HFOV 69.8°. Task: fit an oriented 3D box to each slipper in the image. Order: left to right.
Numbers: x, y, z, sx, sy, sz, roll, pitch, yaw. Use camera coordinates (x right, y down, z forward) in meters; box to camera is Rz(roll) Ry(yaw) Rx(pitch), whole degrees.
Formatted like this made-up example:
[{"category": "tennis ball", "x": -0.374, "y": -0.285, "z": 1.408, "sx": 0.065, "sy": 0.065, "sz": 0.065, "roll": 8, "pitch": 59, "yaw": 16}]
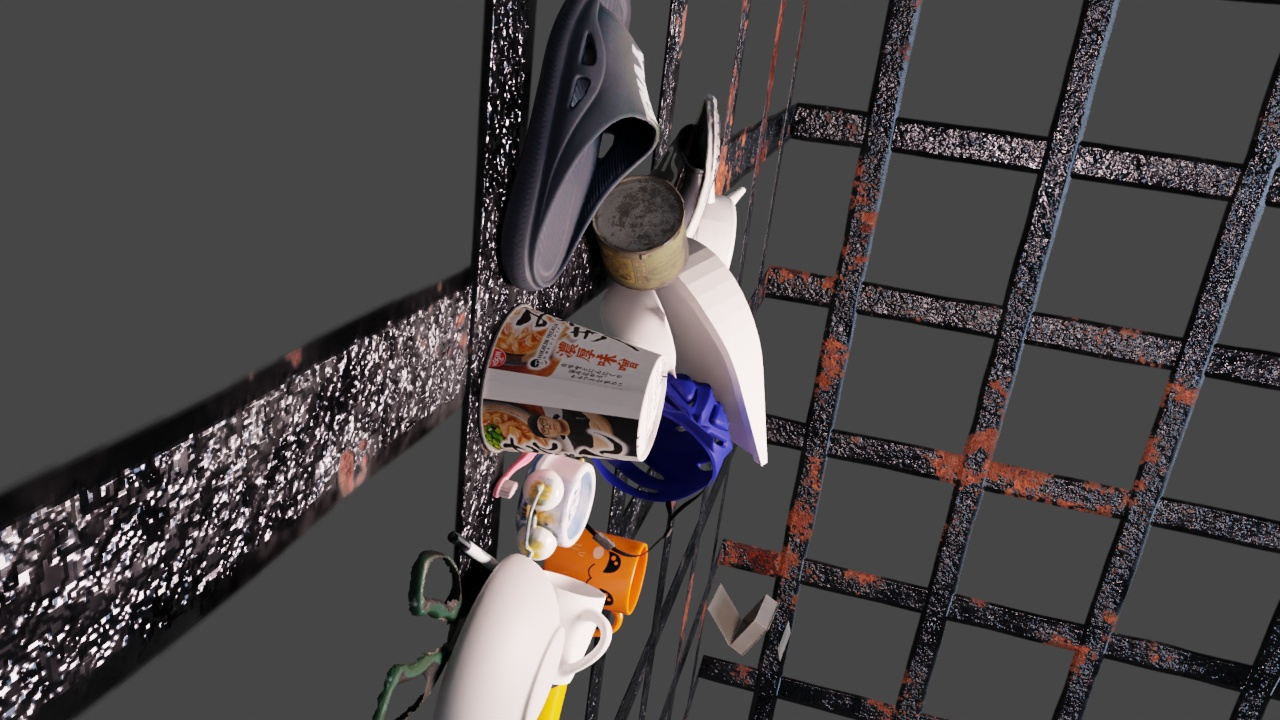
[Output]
[{"category": "slipper", "x": -0.034, "y": -0.178, "z": 0.712, "sx": 0.111, "sy": 0.083, "sz": 0.267, "roll": 54, "pitch": 50, "yaw": -72}, {"category": "slipper", "x": 0.033, "y": -0.180, "z": 1.061, "sx": 0.111, "sy": 0.063, "sz": 0.265, "roll": -94, "pitch": -165, "yaw": -45}]

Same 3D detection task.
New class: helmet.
[{"category": "helmet", "x": -0.002, "y": 0.115, "z": 1.010, "sx": 0.227, "sy": 0.148, "sz": 0.242, "roll": -54, "pitch": -171, "yaw": -27}]

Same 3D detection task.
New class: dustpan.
[{"category": "dustpan", "x": 0.051, "y": -0.013, "z": 1.032, "sx": 0.053, "sy": 0.191, "sz": 0.258, "roll": -30, "pitch": 131, "yaw": -26}]

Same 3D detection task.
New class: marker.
[{"category": "marker", "x": -0.131, "y": 0.161, "z": 0.751, "sx": 0.152, "sy": 0.011, "sz": 0.011, "roll": 73, "pitch": 31, "yaw": -66}]

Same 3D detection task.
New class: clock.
[{"category": "clock", "x": -0.084, "y": 0.135, "z": 0.855, "sx": 0.125, "sy": 0.052, "sz": 0.089, "roll": -37, "pitch": 139, "yaw": -68}, {"category": "clock", "x": 0.083, "y": -0.141, "z": 1.140, "sx": 0.125, "sy": 0.073, "sz": 0.161, "roll": -153, "pitch": -109, "yaw": -81}]

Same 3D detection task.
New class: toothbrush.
[{"category": "toothbrush", "x": -0.098, "y": 0.078, "z": 0.813, "sx": 0.134, "sy": 0.016, "sz": 0.022, "roll": -62, "pitch": 161, "yaw": -53}]

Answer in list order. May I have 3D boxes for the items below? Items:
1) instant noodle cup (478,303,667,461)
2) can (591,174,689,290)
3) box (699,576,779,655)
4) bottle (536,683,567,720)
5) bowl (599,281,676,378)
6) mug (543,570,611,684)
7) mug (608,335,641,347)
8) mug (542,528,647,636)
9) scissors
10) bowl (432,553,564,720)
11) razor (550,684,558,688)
[{"category": "instant noodle cup", "x": -0.048, "y": 0.026, "z": 0.736, "sx": 0.123, "sy": 0.122, "sz": 0.123, "roll": 12, "pitch": 89, "yaw": -78}, {"category": "can", "x": 0.001, "y": -0.125, "z": 0.906, "sx": 0.075, "sy": 0.090, "sz": 0.089, "roll": 77, "pitch": 27, "yaw": -64}, {"category": "box", "x": 0.331, "y": 0.874, "z": 3.224, "sx": 0.169, "sy": 0.232, "sz": 0.166, "roll": -57, "pitch": 173, "yaw": 29}, {"category": "bottle", "x": -0.116, "y": 0.410, "z": 0.981, "sx": 0.043, "sy": 0.043, "sz": 0.143, "roll": 55, "pitch": 48, "yaw": -74}, {"category": "bowl", "x": -0.009, "y": -0.035, "z": 0.970, "sx": 0.115, "sy": 0.050, "sz": 0.114, "roll": 159, "pitch": -90, "yaw": -79}, {"category": "mug", "x": -0.074, "y": 0.261, "z": 0.878, "sx": 0.081, "sy": 0.114, "sz": 0.087, "roll": 23, "pitch": 84, "yaw": -46}, {"category": "mug", "x": -0.037, "y": 0.022, "z": 0.916, "sx": 0.115, "sy": 0.068, "sz": 0.094, "roll": 11, "pitch": 91, "yaw": -78}, {"category": "mug", "x": -0.052, "y": 0.241, "z": 0.991, "sx": 0.077, "sy": 0.096, "sz": 0.112, "roll": -8, "pitch": 109, "yaw": -77}, {"category": "scissors", "x": -0.145, "y": 0.190, "z": 0.704, "sx": 0.209, "sy": 0.015, "sz": 0.137, "roll": 4, "pitch": 96, "yaw": -80}, {"category": "bowl", "x": -0.107, "y": 0.256, "z": 0.768, "sx": 0.176, "sy": 0.066, "sz": 0.176, "roll": 19, "pitch": 89, "yaw": -82}, {"category": "razor", "x": -0.116, "y": 0.330, "z": 0.914, "sx": 0.142, "sy": 0.047, "sz": 0.052, "roll": -45, "pitch": 121, "yaw": -65}]
